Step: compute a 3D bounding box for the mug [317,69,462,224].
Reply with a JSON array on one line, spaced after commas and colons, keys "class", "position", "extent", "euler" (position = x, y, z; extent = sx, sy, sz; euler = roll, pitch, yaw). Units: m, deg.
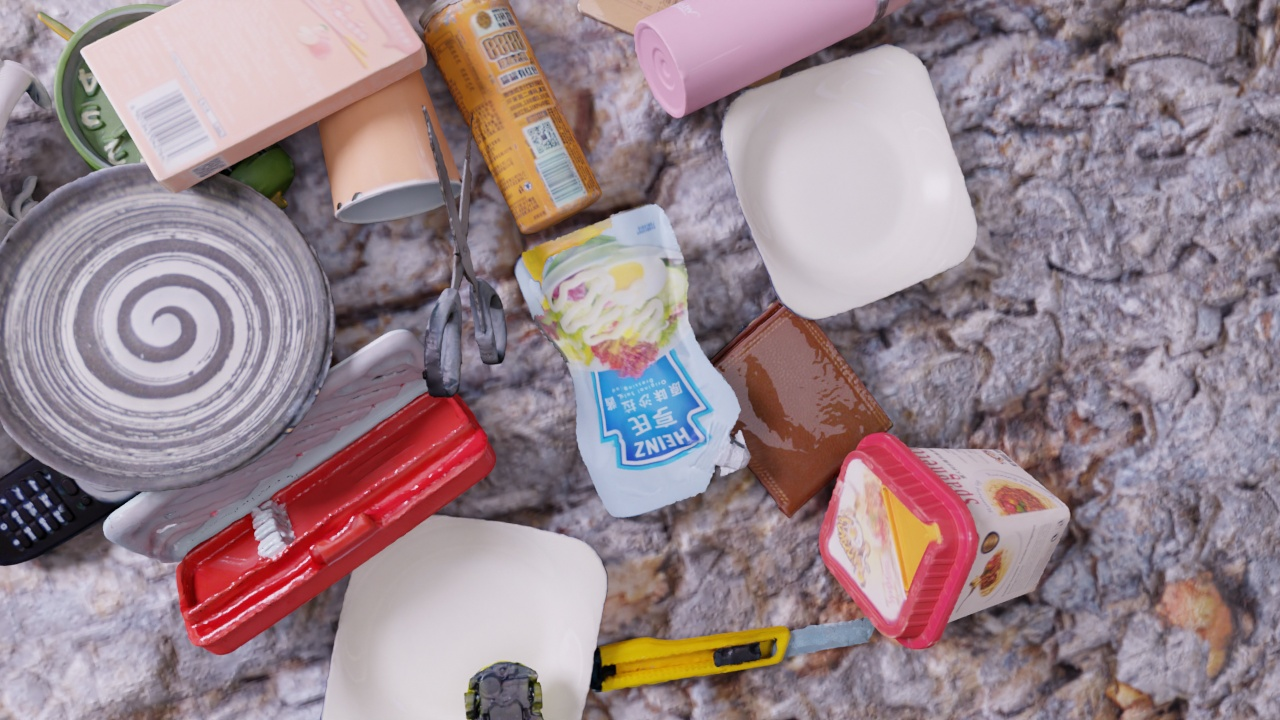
[{"class": "mug", "position": [-0.161, -0.152, 0.551], "extent": [0.078, 0.078, 0.122], "euler": [-17, 90, -11]}]

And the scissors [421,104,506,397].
[{"class": "scissors", "position": [-0.106, -0.058, 0.534], "extent": [0.014, 0.181, 0.159], "euler": [-1, 48, 11]}]

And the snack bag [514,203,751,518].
[{"class": "snack bag", "position": [-0.004, 0.003, 0.598], "extent": [0.110, 0.039, 0.191], "euler": [-20, 95, 4]}]

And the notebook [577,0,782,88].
[{"class": "notebook", "position": [0.059, -0.304, 0.625], "extent": [0.147, 0.008, 0.207], "euler": [20, 88, -13]}]

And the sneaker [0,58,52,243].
[{"class": "sneaker", "position": [-0.377, -0.052, 0.506], "extent": [0.090, 0.089, 0.242], "euler": [2, 105, -44]}]

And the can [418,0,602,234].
[{"class": "can", "position": [-0.080, -0.155, 0.574], "extent": [0.058, 0.058, 0.146], "euler": [-28, 97, -10]}]

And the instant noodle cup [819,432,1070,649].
[{"class": "instant noodle cup", "position": [0.204, 0.114, 0.614], "extent": [0.124, 0.116, 0.117], "euler": [-4, 122, -24]}]

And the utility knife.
[{"class": "utility knife", "position": [0.066, 0.201, 0.640], "extent": [0.223, 0.015, 0.033], "euler": [-5, 96, -12]}]

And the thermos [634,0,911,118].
[{"class": "thermos", "position": [0.101, -0.224, 0.590], "extent": [0.198, 0.087, 0.067], "euler": [-26, 129, -10]}]

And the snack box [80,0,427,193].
[{"class": "snack box", "position": [-0.205, -0.164, 0.497], "extent": [0.157, 0.026, 0.084], "euler": [-31, 87, -10]}]

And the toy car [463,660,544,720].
[{"class": "toy car", "position": [-0.082, 0.239, 0.567], "extent": [0.048, 0.032, 0.105], "euler": [-4, 82, -12]}]

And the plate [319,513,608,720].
[{"class": "plate", "position": [-0.110, 0.181, 0.591], "extent": [0.164, 0.034, 0.163], "euler": [12, 90, -12]}]

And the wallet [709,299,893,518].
[{"class": "wallet", "position": [0.102, 0.033, 0.636], "extent": [0.101, 0.032, 0.124], "euler": [-41, 99, -5]}]

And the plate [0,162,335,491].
[{"class": "plate", "position": [-0.257, -0.018, 0.497], "extent": [0.179, 0.024, 0.179], "euler": [1, 82, -9]}]

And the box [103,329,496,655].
[{"class": "box", "position": [-0.197, 0.066, 0.533], "extent": [0.201, 0.095, 0.101], "euler": [-35, 134, -10]}]

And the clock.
[{"class": "clock", "position": [-0.270, -0.131, 0.534], "extent": [0.116, 0.056, 0.161], "euler": [-19, 96, -10]}]

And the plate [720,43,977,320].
[{"class": "plate", "position": [0.140, -0.121, 0.633], "extent": [0.164, 0.034, 0.163], "euler": [-21, 95, -13]}]

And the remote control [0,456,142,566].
[{"class": "remote control", "position": [-0.329, 0.070, 0.545], "extent": [0.136, 0.024, 0.053], "euler": [-33, 97, -10]}]
